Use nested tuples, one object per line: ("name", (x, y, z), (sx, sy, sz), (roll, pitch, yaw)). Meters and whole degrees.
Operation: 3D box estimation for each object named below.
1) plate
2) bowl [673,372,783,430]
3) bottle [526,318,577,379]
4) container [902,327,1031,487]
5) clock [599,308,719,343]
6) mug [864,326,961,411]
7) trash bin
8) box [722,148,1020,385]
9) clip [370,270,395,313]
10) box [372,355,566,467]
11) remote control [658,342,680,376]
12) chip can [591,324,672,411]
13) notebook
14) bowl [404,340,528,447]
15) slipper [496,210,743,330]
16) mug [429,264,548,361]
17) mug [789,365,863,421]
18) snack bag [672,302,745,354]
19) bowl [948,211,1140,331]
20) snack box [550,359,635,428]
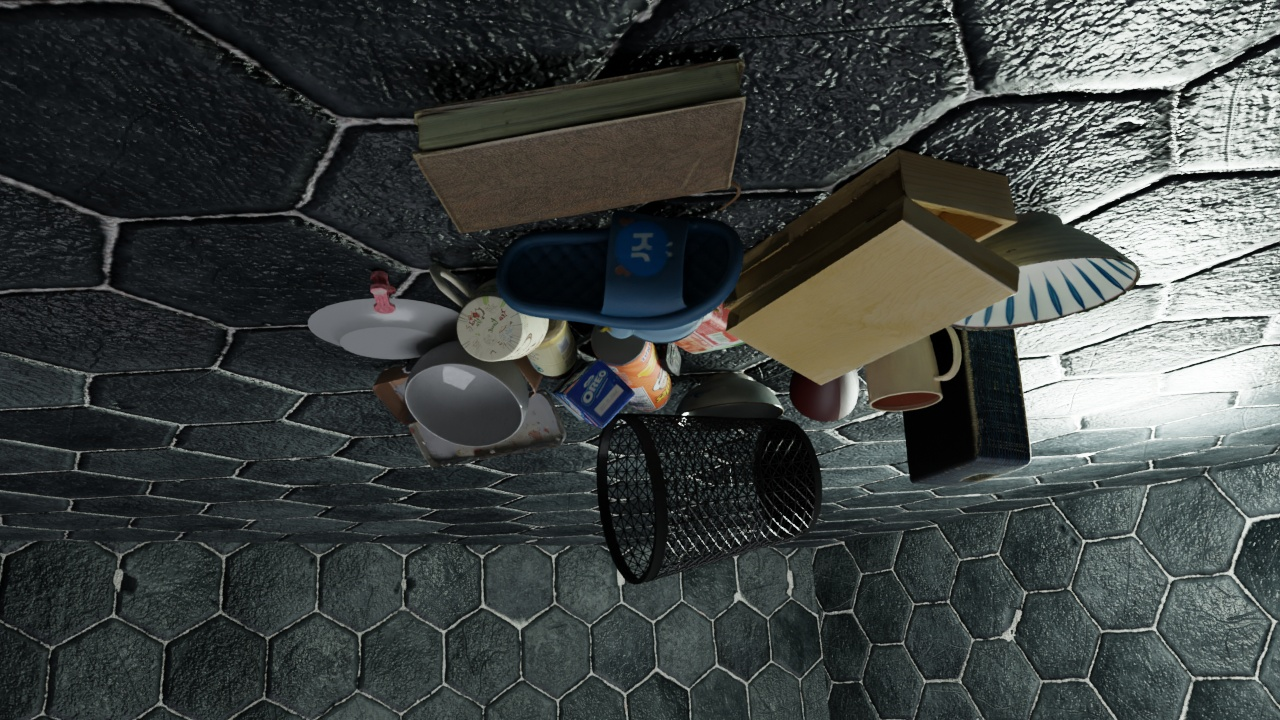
("plate", (-0.273, -0.027, 1.004), (0.173, 0.019, 0.173), (-3, 162, -1))
("bowl", (0.119, 0.053, 1.266), (0.151, 0.056, 0.151), (-4, 162, -1))
("bottle", (-0.100, -0.020, 0.998), (0.056, 0.056, 0.162), (-4, 162, 1))
("container", (0.372, 0.045, 1.077), (0.071, 0.187, 0.146), (5, 161, -14))
("clock", (0.006, -0.063, 0.832), (0.124, 0.088, 0.052), (-4, 158, -6))
("mug", (0.308, -0.005, 1.045), (0.112, 0.104, 0.085), (-20, 156, 40))
("trash bin", (0.092, 0.168, 1.214), (0.243, 0.216, 0.217), (-4, 164, -21))
("box", (0.190, -0.069, 0.808), (0.140, 0.122, 0.250), (2, 161, -29))
("clip", (-0.248, -0.061, 0.877), (0.022, 0.038, 0.059), (1, 158, -5))
("box", (-0.208, 0.061, 1.123), (0.217, 0.058, 0.154), (-13, 123, 27))
("remote control", (0.037, -0.004, 1.105), (0.010, 0.039, 0.125), (4, 169, 10))
("chip can", (-0.006, 0.006, 1.087), (0.062, 0.062, 0.210), (-6, 162, 8))
("notebook", (-0.034, -0.136, 0.650), (0.215, 0.034, 0.190), (-10, 166, -1))
("bowl", (-0.190, 0.030, 1.025), (0.132, 0.064, 0.132), (5, 133, 5))
("slipper", (-0.021, -0.077, 0.770), (0.214, 0.103, 0.059), (-3, 160, 10))
("mug", (-0.146, -0.049, 0.848), (0.081, 0.122, 0.097), (-46, -175, 7))
("mug", (0.245, 0.011, 1.153), (0.114, 0.087, 0.088), (-28, 148, -14))
("snack bag", (0.062, -0.041, 0.997), (0.077, 0.036, 0.115), (-12, 161, 27))
("bowl", (0.355, -0.089, 0.845), (0.177, 0.070, 0.177), (-3, 163, -1))
("snack box", (-0.059, 0.038, 1.061), (0.059, 0.059, 0.226), (45, 173, -6))
